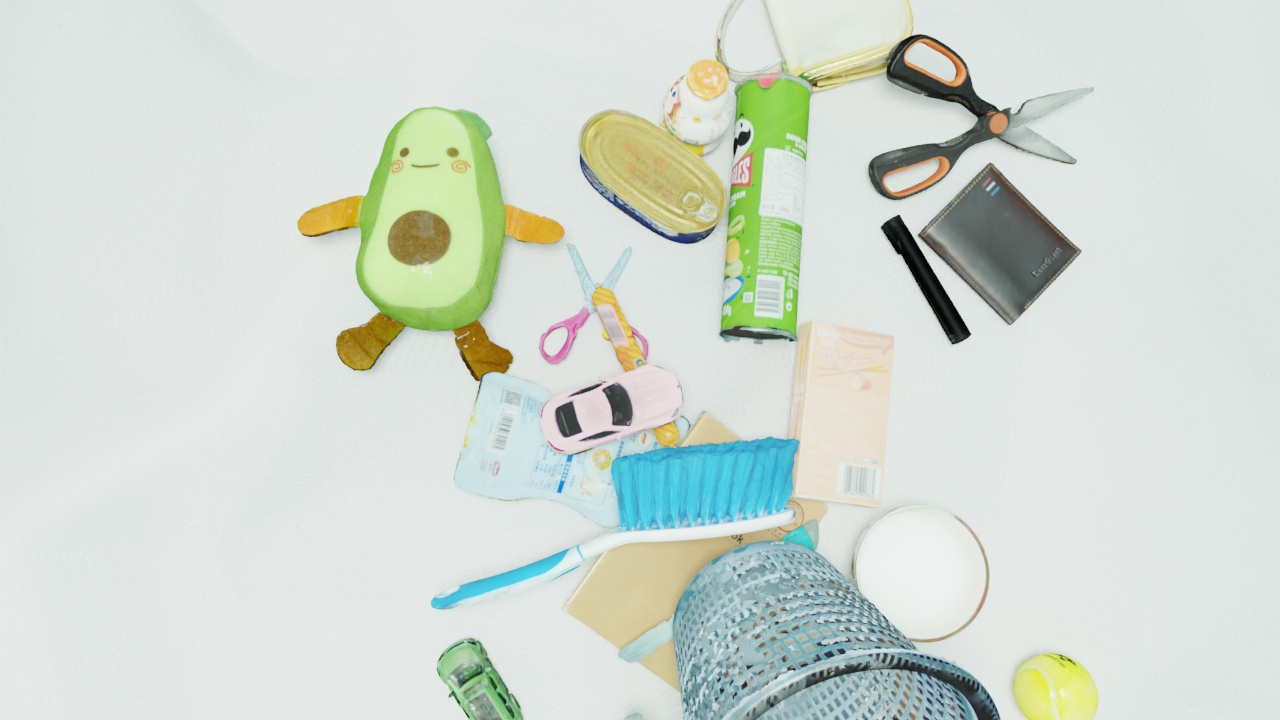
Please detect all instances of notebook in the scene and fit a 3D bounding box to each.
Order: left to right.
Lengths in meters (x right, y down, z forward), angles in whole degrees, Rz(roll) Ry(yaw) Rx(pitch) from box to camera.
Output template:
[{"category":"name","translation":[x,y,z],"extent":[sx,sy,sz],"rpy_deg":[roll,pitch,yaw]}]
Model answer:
[{"category":"notebook","translation":[0.051,0.169,0.795],"extent":[0.148,0.008,0.207],"rpy_deg":[38,81,-10]}]

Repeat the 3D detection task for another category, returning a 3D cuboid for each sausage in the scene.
[{"category":"sausage","translation":[-0.005,0.005,0.801],"extent":[0.021,0.021,0.165],"rpy_deg":[-24,80,-7]}]

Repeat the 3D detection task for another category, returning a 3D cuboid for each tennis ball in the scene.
[{"category":"tennis ball","translation":[0.354,0.283,0.782],"extent":[0.065,0.065,0.065],"rpy_deg":[1,82,-4]}]

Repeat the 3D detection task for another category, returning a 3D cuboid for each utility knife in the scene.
[{"category":"utility knife","translation":[0.071,0.198,0.786],"extent":[0.209,0.013,0.029],"rpy_deg":[-29,98,-15]}]

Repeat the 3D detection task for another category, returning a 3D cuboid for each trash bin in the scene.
[{"category":"trash bin","translation":[0.117,0.249,0.687],"extent":[0.226,0.195,0.227],"rpy_deg":[-4,113,-10]}]

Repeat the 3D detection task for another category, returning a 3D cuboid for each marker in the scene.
[{"category":"marker","translation":[0.265,-0.075,0.852],"extent":[0.022,0.020,0.132],"rpy_deg":[-26,84,-24]}]

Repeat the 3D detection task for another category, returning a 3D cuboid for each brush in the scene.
[{"category":"brush","translation":[-0.016,0.131,0.750],"extent":[0.314,0.060,0.109],"rpy_deg":[-5,97,-10]}]

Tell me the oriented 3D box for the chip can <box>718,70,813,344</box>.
[{"category":"chip can","translation":[0.113,-0.134,0.824],"extent":[0.072,0.072,0.236],"rpy_deg":[5,82,-3]}]

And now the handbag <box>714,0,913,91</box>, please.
[{"category":"handbag","translation":[0.152,-0.335,0.871],"extent":[0.179,0.063,0.163],"rpy_deg":[-17,83,9]}]

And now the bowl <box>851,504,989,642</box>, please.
[{"category":"bowl","translation":[0.233,0.182,0.791],"extent":[0.113,0.062,0.113],"rpy_deg":[1,80,-3]}]

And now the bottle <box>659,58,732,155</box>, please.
[{"category":"bottle","translation":[0.052,-0.226,0.815],"extent":[0.063,0.108,0.063],"rpy_deg":[1,81,-5]}]

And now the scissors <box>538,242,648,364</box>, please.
[{"category":"scissors","translation":[-0.046,-0.045,0.831],"extent":[0.128,0.017,0.133],"rpy_deg":[-25,80,-4]}]

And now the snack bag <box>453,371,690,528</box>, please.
[{"category":"snack bag","translation":[-0.058,0.081,0.798],"extent":[0.191,0.039,0.110],"rpy_deg":[15,73,-9]}]

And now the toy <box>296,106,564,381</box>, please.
[{"category":"toy","translation":[-0.180,-0.107,0.794],"extent":[0.227,0.090,0.246],"rpy_deg":[2,85,-10]}]

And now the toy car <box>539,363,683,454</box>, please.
[{"category":"toy car","translation":[-0.024,0.040,0.766],"extent":[0.122,0.037,0.056],"rpy_deg":[-18,81,-1]}]

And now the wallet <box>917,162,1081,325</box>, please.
[{"category":"wallet","translation":[0.335,-0.109,0.857],"extent":[0.122,0.020,0.096],"rpy_deg":[45,91,1]}]

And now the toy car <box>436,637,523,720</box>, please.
[{"category":"toy car","translation":[-0.135,0.278,0.768],"extent":[0.043,0.036,0.091],"rpy_deg":[-34,81,-7]}]

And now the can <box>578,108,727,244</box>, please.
[{"category":"can","translation":[0.009,-0.165,0.834],"extent":[0.148,0.049,0.074],"rpy_deg":[35,81,2]}]

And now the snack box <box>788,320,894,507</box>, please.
[{"category":"snack box","translation":[0.177,0.048,0.816],"extent":[0.084,0.026,0.157],"rpy_deg":[10,80,-16]}]

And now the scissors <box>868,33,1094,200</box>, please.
[{"category":"scissors","translation":[0.307,-0.218,0.857],"extent":[0.221,0.021,0.222],"rpy_deg":[38,101,-23]}]

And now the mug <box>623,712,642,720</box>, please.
[{"category":"mug","translation":[0.006,0.336,0.731],"extent":[0.082,0.106,0.111],"rpy_deg":[-15,83,-5]}]
